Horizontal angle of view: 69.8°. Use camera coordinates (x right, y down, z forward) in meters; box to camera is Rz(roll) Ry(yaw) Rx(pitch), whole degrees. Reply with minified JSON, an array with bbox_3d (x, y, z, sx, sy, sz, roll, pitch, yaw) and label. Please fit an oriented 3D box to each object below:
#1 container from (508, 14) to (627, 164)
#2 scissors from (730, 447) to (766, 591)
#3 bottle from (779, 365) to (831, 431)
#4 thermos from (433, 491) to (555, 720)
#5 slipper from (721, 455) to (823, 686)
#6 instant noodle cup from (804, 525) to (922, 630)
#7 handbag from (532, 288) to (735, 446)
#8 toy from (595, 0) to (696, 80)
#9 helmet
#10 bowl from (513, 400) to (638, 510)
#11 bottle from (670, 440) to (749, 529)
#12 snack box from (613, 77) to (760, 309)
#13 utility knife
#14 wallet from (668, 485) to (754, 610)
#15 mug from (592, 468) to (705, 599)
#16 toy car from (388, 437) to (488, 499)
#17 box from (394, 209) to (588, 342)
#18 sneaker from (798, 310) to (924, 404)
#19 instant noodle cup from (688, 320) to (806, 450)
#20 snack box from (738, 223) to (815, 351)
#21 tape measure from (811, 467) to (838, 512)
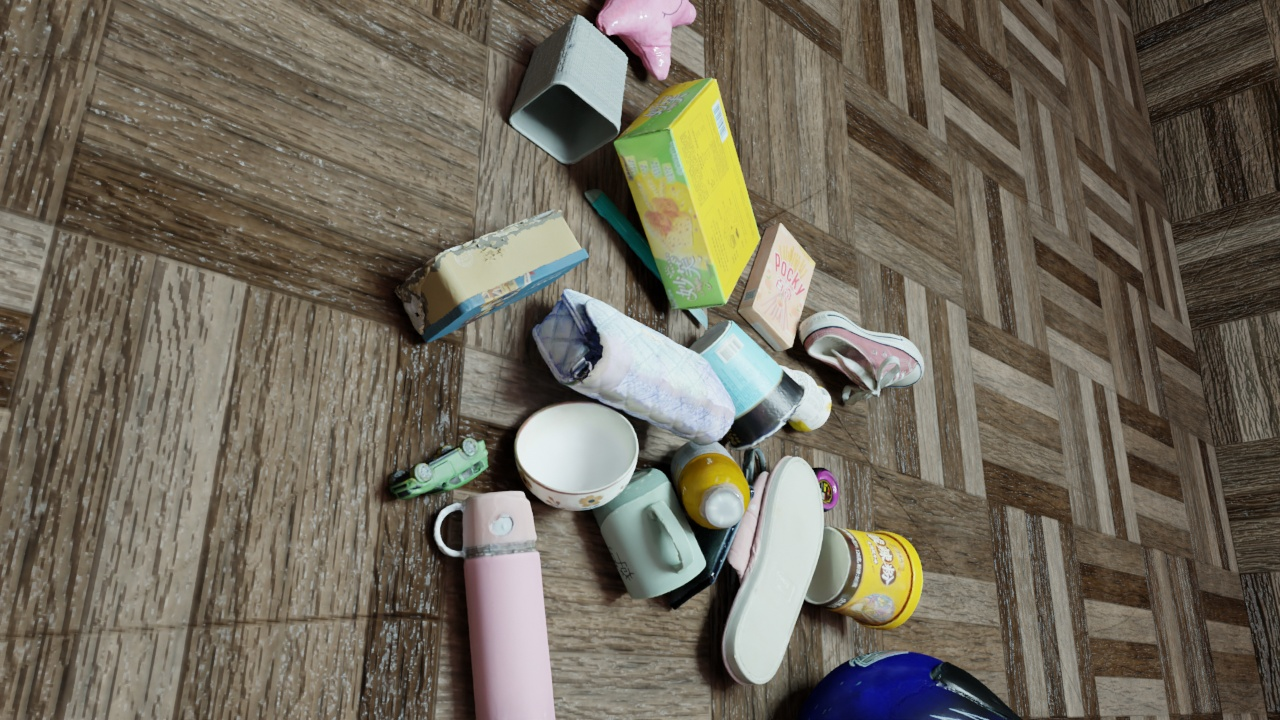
[{"bbox_3d":[-0.072,-0.289,0.972,0.090,0.090,0.114,32,52,-34],"label":"container"},{"bbox_3d":[0.116,0.174,1.059,0.159,0.014,0.181,-48,113,-40],"label":"scissors"},{"bbox_3d":[0.186,0.041,1.132,0.108,0.063,0.063,37,53,-31],"label":"bottle"},{"bbox_3d":[-0.123,0.213,0.773,0.087,0.067,0.198,-5,79,-16],"label":"thermos"},{"bbox_3d":[0.141,0.228,1.023,0.114,0.055,0.273,44,51,-29],"label":"slipper"},{"bbox_3d":[0.254,0.254,1.098,0.114,0.119,0.118,20,63,-30],"label":"instant noodle cup"},{"bbox_3d":[-0.005,0.005,0.906,0.193,0.076,0.134,24,22,-39],"label":"handbag"},{"bbox_3d":[-0.003,-0.436,1.093,0.178,0.075,0.194,51,46,-32],"label":"toy"},{"bbox_3d":[0.304,0.442,0.985,0.315,0.247,0.240,27,15,-30],"label":"helmet"},{"bbox_3d":[-0.060,0.097,0.857,0.113,0.113,0.062,-54,158,-41],"label":"bowl"},{"bbox_3d":[0.070,0.124,0.914,0.189,0.068,0.068,-119,-175,-84],"label":"bottle"},{"bbox_3d":[0.059,-0.185,1.023,0.157,0.070,0.210,-58,136,-48],"label":"snack box"},{"bbox_3d":[0.011,-0.115,1.046,0.216,0.013,0.029,47,47,-20],"label":"utility knife"},{"bbox_3d":[0.072,0.193,0.946,0.019,0.097,0.120,33,51,-3],"label":"wallet"},{"bbox_3d":[0.011,0.165,0.883,0.082,0.112,0.106,-24,92,-25],"label":"mug"},{"bbox_3d":[-0.169,0.094,0.776,0.091,0.043,0.036,-23,94,-46],"label":"toy car"},{"bbox_3d":[-0.129,-0.082,0.843,0.183,0.090,0.060,-29,91,-44],"label":"box"},{"bbox_3d":[0.304,0.009,1.227,0.240,0.119,0.087,20,47,-40],"label":"sneaker"},{"bbox_3d":[0.108,0.022,1.042,0.120,0.111,0.111,49,48,-10],"label":"instant noodle cup"},{"bbox_3d":[0.181,-0.097,1.200,0.084,0.026,0.156,42,51,-27],"label":"snack box"},{"bbox_3d":[0.216,0.162,1.140,0.057,0.039,0.057,2,75,-39],"label":"tape measure"}]
